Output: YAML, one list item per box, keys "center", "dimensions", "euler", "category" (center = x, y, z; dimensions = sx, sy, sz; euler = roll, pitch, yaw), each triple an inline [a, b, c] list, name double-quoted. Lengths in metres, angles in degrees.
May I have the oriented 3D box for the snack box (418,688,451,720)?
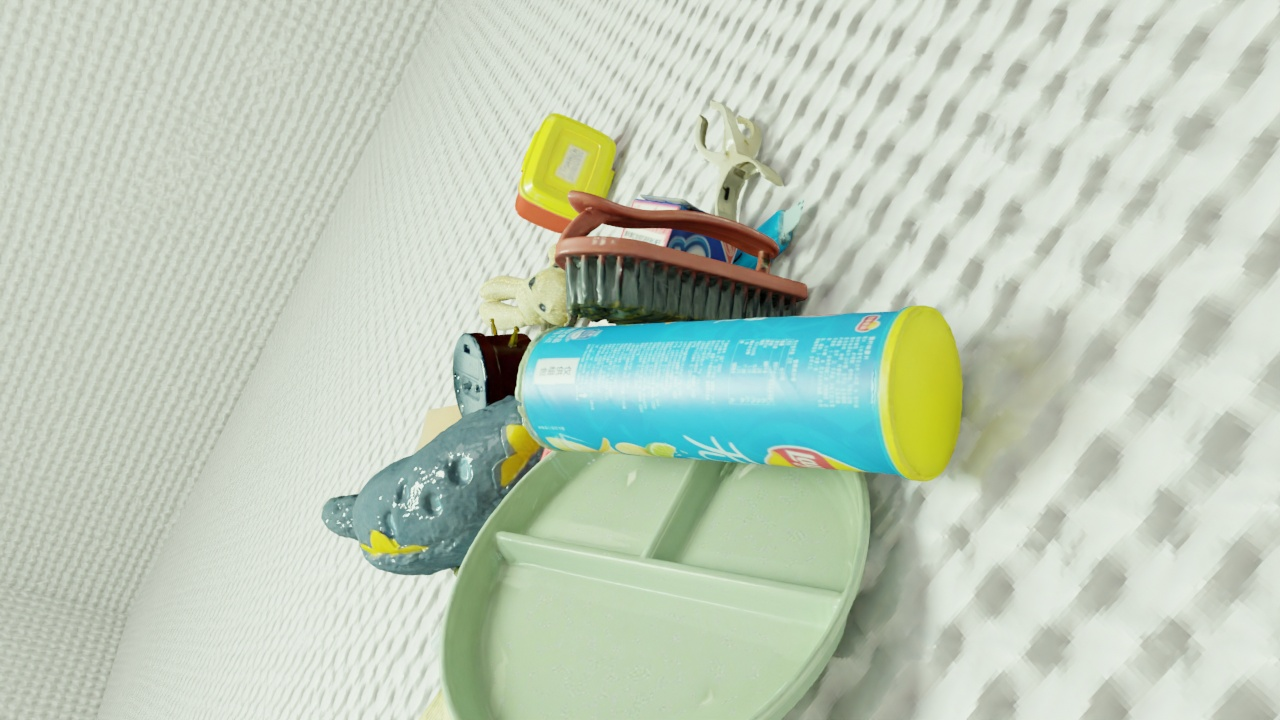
- center: [-0.070, 0.216, 0.536]
  dimensions: [0.240, 0.063, 0.114]
  euler: [-55, 29, 19]
  category: "snack box"

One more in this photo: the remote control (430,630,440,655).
- center: [-0.093, 0.145, 0.618]
  dimensions: [0.056, 0.020, 0.135]
  euler: [-50, 0, 28]
  category: "remote control"

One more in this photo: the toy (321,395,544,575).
- center: [-0.145, 0.093, 0.687]
  dimensions: [0.357, 0.091, 0.137]
  euler: [-29, 36, 33]
  category: "toy"

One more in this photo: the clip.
- center: [0.065, -0.136, 0.627]
  dimensions: [0.070, 0.034, 0.099]
  euler: [-45, 41, 33]
  category: "clip"

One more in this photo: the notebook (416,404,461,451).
- center: [-0.190, 0.110, 0.897]
  dimensions: [0.212, 0.012, 0.149]
  euler: [-14, 57, 57]
  category: "notebook"

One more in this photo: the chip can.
- center: [0.037, 0.015, 0.436]
  dimensions: [0.211, 0.071, 0.071]
  euler: [-1, 66, 41]
  category: "chip can"

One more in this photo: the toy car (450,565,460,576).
- center: [-0.141, 0.150, 0.749]
  dimensions: [0.090, 0.035, 0.042]
  euler: [20, 86, 54]
  category: "toy car"

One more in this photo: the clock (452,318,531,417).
- center: [-0.121, 0.028, 0.778]
  dimensions: [0.082, 0.055, 0.122]
  euler: [18, 111, 57]
  category: "clock"

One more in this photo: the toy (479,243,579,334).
- center: [-0.094, -0.055, 0.800]
  dimensions: [0.157, 0.066, 0.105]
  euler: [1, 74, 54]
  category: "toy"

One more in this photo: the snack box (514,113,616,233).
- center: [-0.073, -0.168, 0.852]
  dimensions: [0.080, 0.082, 0.091]
  euler: [150, 140, -69]
  category: "snack box"

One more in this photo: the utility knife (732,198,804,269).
- center: [0.050, -0.050, 0.592]
  dimensions: [0.161, 0.018, 0.034]
  euler: [-41, 35, 37]
  category: "utility knife"

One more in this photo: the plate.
- center: [0.003, 0.101, 0.447]
  dimensions: [0.231, 0.027, 0.229]
  euler: [-24, 35, 18]
  category: "plate"

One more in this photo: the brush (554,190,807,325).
- center: [0.019, -0.050, 0.507]
  dimensions: [0.063, 0.145, 0.069]
  euler: [-14, 69, 56]
  category: "brush"

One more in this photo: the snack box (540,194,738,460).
- center: [-0.003, 0.003, 0.576]
  dimensions: [0.058, 0.057, 0.207]
  euler: [24, 95, 56]
  category: "snack box"
